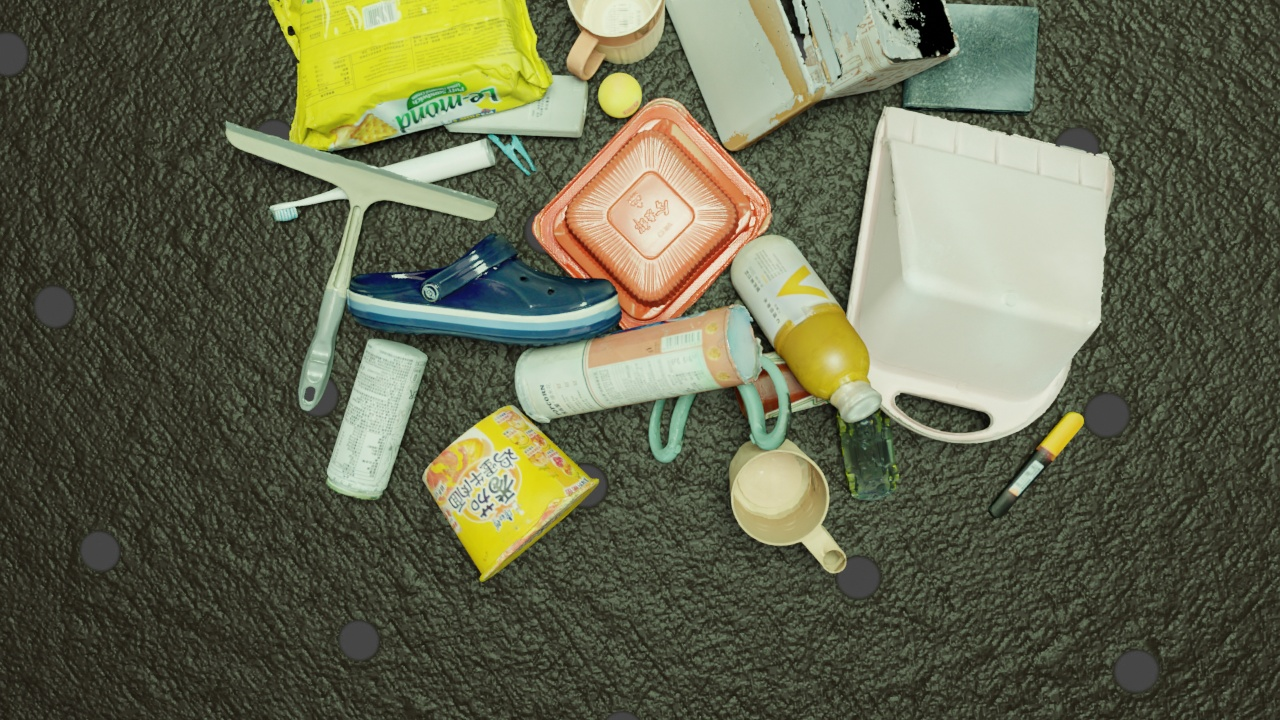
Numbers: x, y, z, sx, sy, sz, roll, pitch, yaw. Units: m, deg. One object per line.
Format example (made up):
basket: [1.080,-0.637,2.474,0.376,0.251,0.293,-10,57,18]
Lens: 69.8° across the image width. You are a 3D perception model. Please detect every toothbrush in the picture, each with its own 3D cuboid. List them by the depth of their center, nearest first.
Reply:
toothbrush: [-0.248,-0.170,0.874,0.221,0.026,0.026,-14,108,4]

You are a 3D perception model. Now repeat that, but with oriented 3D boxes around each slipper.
slipper: [-0.139,-0.069,0.823,0.253,0.105,0.095,3,108,9]

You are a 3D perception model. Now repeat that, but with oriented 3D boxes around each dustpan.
dustpan: [0.292,-0.074,0.829,0.222,0.139,0.272,15,56,1]

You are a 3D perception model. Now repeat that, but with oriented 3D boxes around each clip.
clip: [-0.120,-0.199,0.871,0.050,0.015,0.057,-39,90,3]

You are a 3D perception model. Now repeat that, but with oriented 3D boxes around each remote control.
remote control: [-0.117,-0.239,0.855,0.135,0.019,0.056,4,79,9]

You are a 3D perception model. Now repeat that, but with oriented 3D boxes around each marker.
marker: [0.372,0.099,0.866,0.018,0.015,0.124,37,98,2]

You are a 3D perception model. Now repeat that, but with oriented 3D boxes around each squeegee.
squeegee: [-0.289,-0.070,0.879,0.246,0.039,0.247,14,102,-16]

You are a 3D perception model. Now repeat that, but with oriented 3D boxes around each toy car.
toy car: [0.212,0.081,0.865,0.048,0.032,0.105,-12,105,4]

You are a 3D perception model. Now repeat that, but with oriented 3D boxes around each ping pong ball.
ping pong ball: [-0.019,-0.245,0.849,0.040,0.040,0.040,0,94,3]

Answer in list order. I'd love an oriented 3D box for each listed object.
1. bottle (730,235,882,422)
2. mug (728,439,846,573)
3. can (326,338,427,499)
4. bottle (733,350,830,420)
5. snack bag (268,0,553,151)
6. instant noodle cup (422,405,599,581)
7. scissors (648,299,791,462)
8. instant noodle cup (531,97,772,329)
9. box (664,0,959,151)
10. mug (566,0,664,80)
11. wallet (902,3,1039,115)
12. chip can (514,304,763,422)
bottle: [0.145,-0.029,0.799,0.068,0.068,0.189,-31,56,5]
mug: [0.135,0.129,0.835,0.084,0.103,0.124,-41,91,5]
can: [-0.252,0.055,0.875,0.058,0.058,0.147,19,95,2]
bottle: [0.189,0.004,0.848,0.206,0.060,0.060,-15,93,1]
snack bag: [-0.210,-0.292,0.829,0.246,0.068,0.158,-12,81,6]
instant noodle cup: [-0.123,0.115,0.840,0.138,0.138,0.110,-41,83,5]
scissors: [0.073,0.036,0.821,0.019,0.178,0.170,16,105,-39]
instant noodle cup: [0.012,-0.130,0.837,0.164,0.079,0.189,44,94,-1]
box: [0.141,-0.305,0.816,0.156,0.194,0.183,-21,93,-39]
mug: [-0.027,-0.301,0.813,0.081,0.106,0.114,31,95,1]
wallet: [0.303,-0.277,0.841,0.121,0.019,0.097,3,93,1]
chip can: [-0.005,0.005,0.809,0.215,0.071,0.071,-11,94,29]
